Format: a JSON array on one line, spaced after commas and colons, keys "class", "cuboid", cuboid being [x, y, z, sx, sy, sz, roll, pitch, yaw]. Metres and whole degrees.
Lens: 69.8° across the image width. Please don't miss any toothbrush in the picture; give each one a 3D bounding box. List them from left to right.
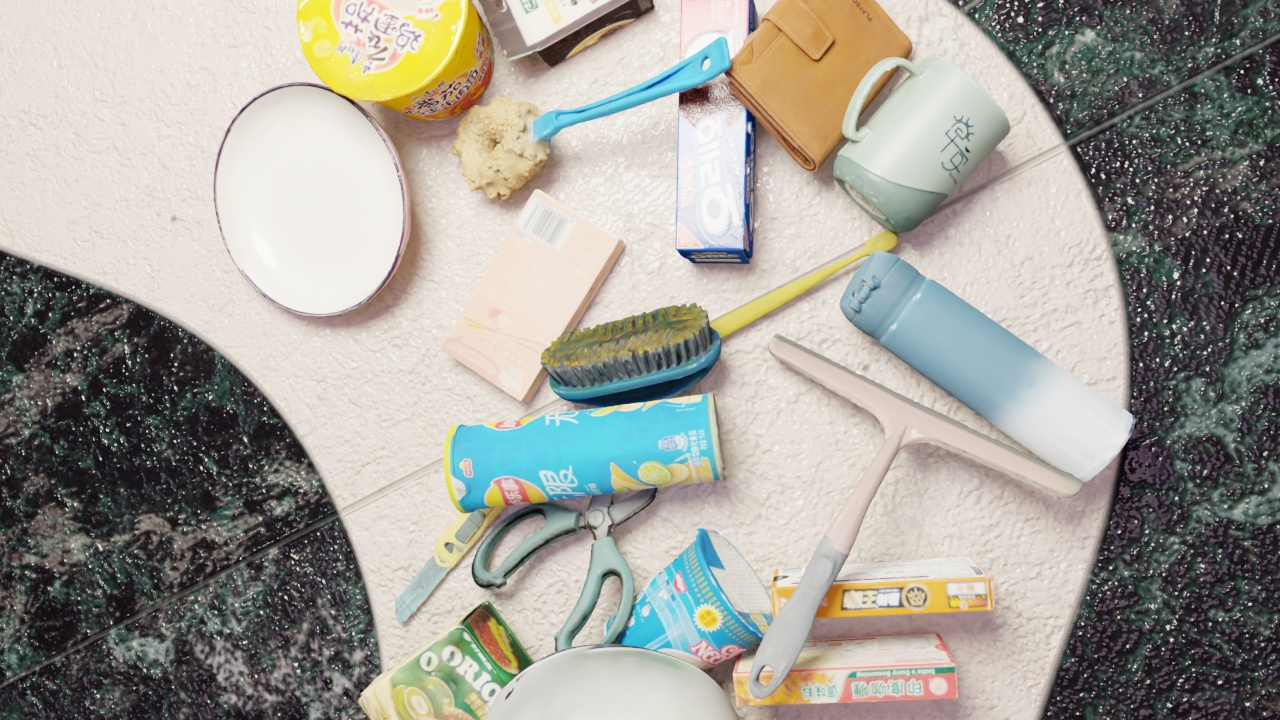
[{"class": "toothbrush", "cuboid": [0.116, -0.053, 0.729, 0.190, 0.016, 0.015, -28, 85, 10]}]

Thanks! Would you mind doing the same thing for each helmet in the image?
[{"class": "helmet", "cuboid": [-0.021, 0.334, 0.598, 0.230, 0.157, 0.274, 13, 84, -3]}]

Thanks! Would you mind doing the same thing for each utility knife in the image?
[{"class": "utility knife", "cuboid": [-0.141, 0.140, 0.775, 0.031, 0.022, 0.212, 42, 100, 11]}]

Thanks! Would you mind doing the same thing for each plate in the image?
[{"class": "plate", "cuboid": [-0.271, -0.134, 0.774, 0.193, 0.039, 0.192, 4, 103, 19]}]

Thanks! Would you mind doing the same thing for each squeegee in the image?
[{"class": "squeegee", "cuboid": [0.142, 0.124, 0.645, 0.248, 0.040, 0.249, 27, 75, 21]}]

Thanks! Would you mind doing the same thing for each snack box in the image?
[{"class": "snack box", "cuboid": [-0.102, 0.321, 0.720, 0.115, 0.063, 0.240, -38, 88, 14]}, {"class": "snack box", "cuboid": [-0.089, -0.053, 0.760, 0.084, 0.026, 0.157, 33, 95, 9]}, {"class": "snack box", "cuboid": [-0.070, -0.314, 0.749, 0.126, 0.053, 0.113, -26, 85, 9]}, {"class": "snack box", "cuboid": [0.062, -0.182, 0.721, 0.058, 0.057, 0.207, 1, 89, 13]}, {"class": "snack box", "cuboid": [0.150, 0.230, 0.685, 0.156, 0.077, 0.027, -6, 88, 10]}, {"class": "snack box", "cuboid": [0.175, 0.169, 0.682, 0.154, 0.075, 0.026, -6, 88, 10]}]

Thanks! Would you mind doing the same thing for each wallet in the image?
[{"class": "wallet", "cuboid": [0.134, -0.225, 0.689, 0.108, 0.031, 0.131, 43, 77, -17]}]

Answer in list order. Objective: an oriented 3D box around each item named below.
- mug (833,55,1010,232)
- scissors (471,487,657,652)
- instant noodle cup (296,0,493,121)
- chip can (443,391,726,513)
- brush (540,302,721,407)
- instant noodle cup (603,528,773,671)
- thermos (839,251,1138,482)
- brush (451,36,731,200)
[{"class": "mug", "cuboid": [0.194, -0.163, 0.673, 0.111, 0.082, 0.106, 39, 101, -27]}, {"class": "scissors", "cuboid": [-0.067, 0.155, 0.734, 0.181, 0.019, 0.170, 0, 61, 27]}, {"class": "instant noodle cup", "cuboid": [-0.186, -0.261, 0.741, 0.138, 0.109, 0.138, 0, 89, 11]}, {"class": "chip can", "cuboid": [-0.042, 0.072, 0.717, 0.210, 0.071, 0.071, -8, 87, 7]}, {"class": "brush", "cuboid": [-0.004, 0.004, 0.724, 0.144, 0.055, 0.073, -13, 128, 16]}, {"class": "instant noodle cup", "cuboid": [0.034, 0.199, 0.705, 0.110, 0.099, 0.099, -40, 82, 15]}, {"class": "thermos", "cuboid": [0.249, 0.000, 0.677, 0.220, 0.070, 0.070, 37, 95, 8]}, {"class": "brush", "cuboid": [-0.045, -0.191, 0.712, 0.255, 0.045, 0.083, -14, 75, 28]}]
